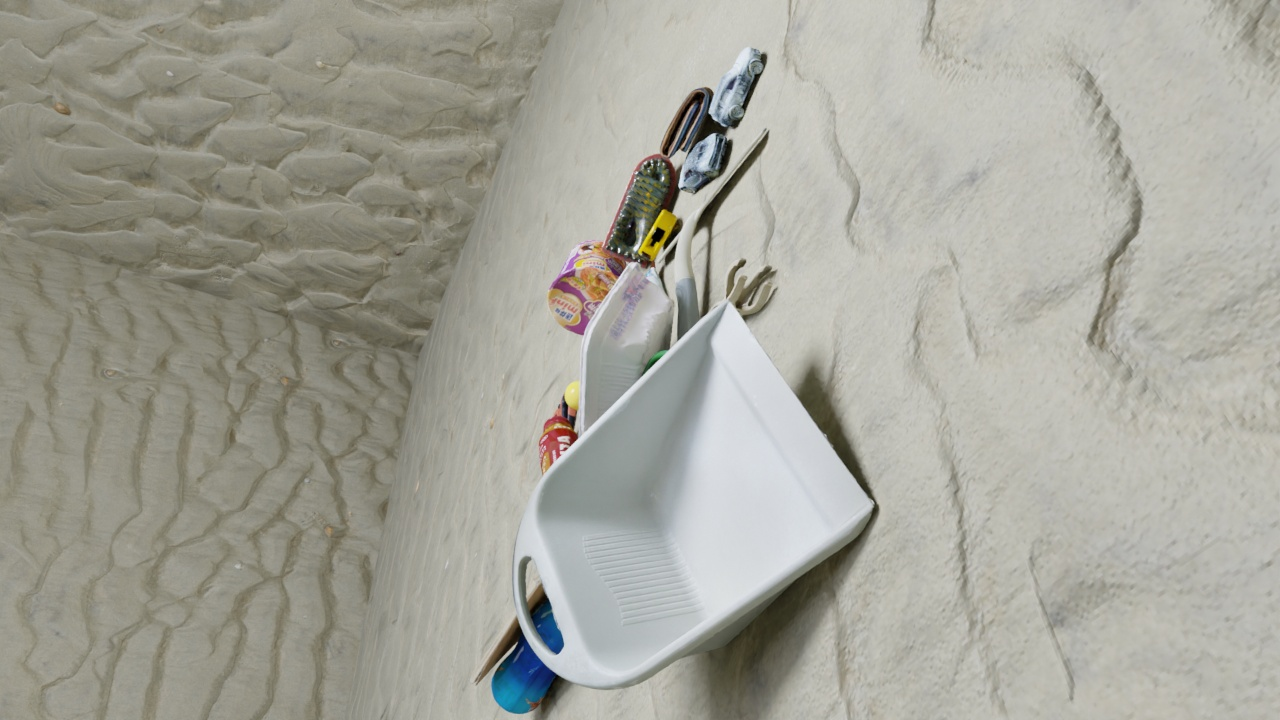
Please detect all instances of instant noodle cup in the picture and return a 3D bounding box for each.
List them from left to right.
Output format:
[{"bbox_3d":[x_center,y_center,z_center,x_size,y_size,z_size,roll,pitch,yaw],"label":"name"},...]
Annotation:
[{"bbox_3d":[-0.064,-0.104,1.243,0.099,0.111,0.112,-81,18,-53],"label":"instant noodle cup"},{"bbox_3d":[-0.011,0.002,0.955,0.174,0.060,0.137,93,-160,-45],"label":"instant noodle cup"}]

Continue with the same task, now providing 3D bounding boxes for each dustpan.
[{"bbox_3d":[0.007,0.119,0.696,0.222,0.142,0.258,60,139,39],"label":"dustpan"}]

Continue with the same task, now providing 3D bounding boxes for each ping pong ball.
[{"bbox_3d":[-0.083,0.047,1.247,0.040,0.040,0.040,-163,91,-72],"label":"ping pong ball"}]

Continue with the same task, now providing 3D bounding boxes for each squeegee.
[{"bbox_3d":[0.054,-0.087,0.981,0.247,0.039,0.246,133,149,-53],"label":"squeegee"}]

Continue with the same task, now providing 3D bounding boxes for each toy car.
[{"bbox_3d":[0.070,-0.232,1.079,0.106,0.031,0.049,159,128,-69],"label":"toy car"},{"bbox_3d":[0.108,-0.311,1.038,0.043,0.034,0.091,-108,41,-66],"label":"toy car"}]

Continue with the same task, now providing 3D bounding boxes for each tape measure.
[{"bbox_3d":[0.026,-0.156,1.132,0.057,0.029,0.059,-58,4,35],"label":"tape measure"}]

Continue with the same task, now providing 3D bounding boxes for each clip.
[{"bbox_3d":[0.088,-0.053,0.862,0.101,0.034,0.076,124,155,-52],"label":"clip"}]

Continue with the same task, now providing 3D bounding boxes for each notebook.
[{"bbox_3d":[-0.112,0.271,1.046,0.149,0.012,0.212,-35,-18,-51],"label":"notebook"}]

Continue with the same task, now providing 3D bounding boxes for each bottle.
[{"bbox_3d":[-0.103,0.315,1.023,0.065,0.065,0.219,-95,29,-49],"label":"bottle"},{"bbox_3d":[-0.102,0.134,1.197,0.174,0.057,0.058,-107,38,-60],"label":"bottle"}]

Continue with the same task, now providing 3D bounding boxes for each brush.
[{"bbox_3d":[0.003,-0.199,1.197,0.069,0.063,0.146,-54,-15,-81],"label":"brush"}]

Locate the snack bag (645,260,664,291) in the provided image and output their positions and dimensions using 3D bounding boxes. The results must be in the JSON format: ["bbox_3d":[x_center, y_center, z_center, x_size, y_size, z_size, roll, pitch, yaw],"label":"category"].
[{"bbox_3d":[0.014,-0.081,1.108,0.105,0.026,0.045,-99,27,-58],"label":"snack bag"}]

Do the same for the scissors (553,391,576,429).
[{"bbox_3d":[-0.119,0.145,1.305,0.177,0.015,0.210,2,75,70],"label":"scissors"}]

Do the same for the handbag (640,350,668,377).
[{"bbox_3d":[0.039,0.063,0.856,0.120,0.068,0.131,21,92,64],"label":"handbag"}]

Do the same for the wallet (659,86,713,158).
[{"bbox_3d":[0.058,-0.289,1.111,0.090,0.033,0.115,-59,4,19],"label":"wallet"}]
